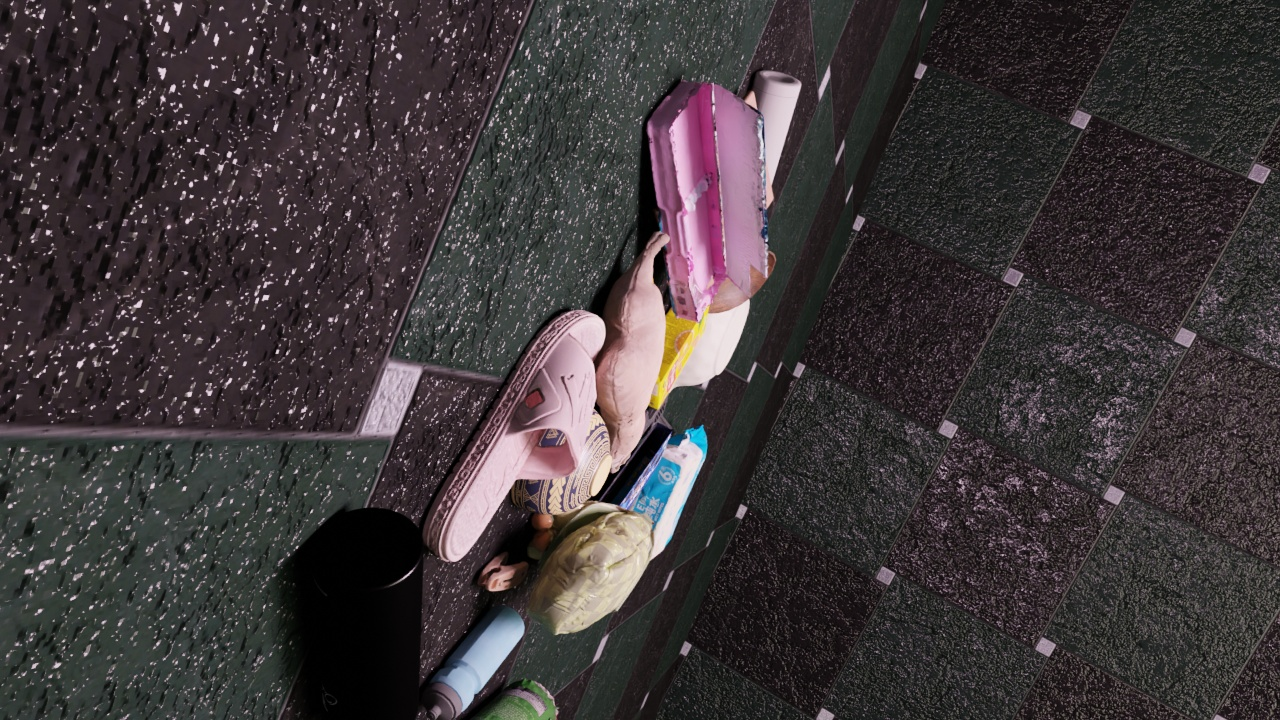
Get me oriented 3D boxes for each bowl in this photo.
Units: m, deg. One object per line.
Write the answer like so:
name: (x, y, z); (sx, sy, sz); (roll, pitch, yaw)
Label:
bowl: (0.097, -0.042, 1.223); (0.188, 0.060, 0.219); (62, 52, -72)
bowl: (0.113, -0.103, 1.118); (0.114, 0.026, 0.102); (-11, 144, -46)
bowl: (-0.062, 0.093, 0.834); (0.112, 0.061, 0.113); (-59, 164, -30)

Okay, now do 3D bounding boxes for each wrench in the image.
wrench: (0.026, 0.089, 1.251); (0.073, 0.018, 0.273); (-61, 166, -8)

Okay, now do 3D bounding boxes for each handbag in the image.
handbag: (-0.059, 0.190, 0.891); (0.113, 0.117, 0.186); (-56, 167, 5)

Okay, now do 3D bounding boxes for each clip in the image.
clip: (-0.132, 0.188, 0.829); (0.061, 0.043, 0.025); (7, 105, -62)

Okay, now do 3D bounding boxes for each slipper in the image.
slipper: (-0.079, 0.057, 0.716); (0.238, 0.064, 0.094); (-58, 163, -30)

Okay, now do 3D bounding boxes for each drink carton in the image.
drink carton: (0.035, -0.012, 1.073); (0.134, 0.043, 0.059); (-58, 164, -33)

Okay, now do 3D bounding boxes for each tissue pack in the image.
tissue pack: (0.032, 0.191, 1.313); (0.209, 0.066, 0.116); (-67, 165, 13)

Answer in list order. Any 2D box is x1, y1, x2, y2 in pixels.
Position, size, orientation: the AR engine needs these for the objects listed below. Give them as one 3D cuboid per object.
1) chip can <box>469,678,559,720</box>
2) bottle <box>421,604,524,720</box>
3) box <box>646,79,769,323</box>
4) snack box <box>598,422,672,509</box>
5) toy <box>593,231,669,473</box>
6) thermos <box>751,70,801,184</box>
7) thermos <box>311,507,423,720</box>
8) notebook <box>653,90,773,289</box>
chip can: (-0.156, 0.396, 0.930); (0.075, 0.075, 0.223); (-69, 166, 6)
bottle: (-0.152, 0.274, 0.826); (0.129, 0.040, 0.040); (-45, 154, -56)
box: (0.075, -0.135, 0.840); (0.084, 0.097, 0.231); (-55, 150, -34)
snack box: (-0.013, 0.153, 1.141); (0.149, 0.027, 0.082); (-51, 165, -36)
toy: (-0.005, 0.005, 0.918); (0.264, 0.065, 0.196); (78, 32, -74)
thermos: (0.132, -0.224, 1.084); (0.052, 0.052, 0.225); (-47, 156, -54)
thermos: (-0.172, 0.195, 0.585); (0.061, 0.061, 0.232); (-50, 158, -50)
notebook: (0.084, -0.167, 0.972); (0.208, 0.008, 0.141); (-55, 143, -32)
